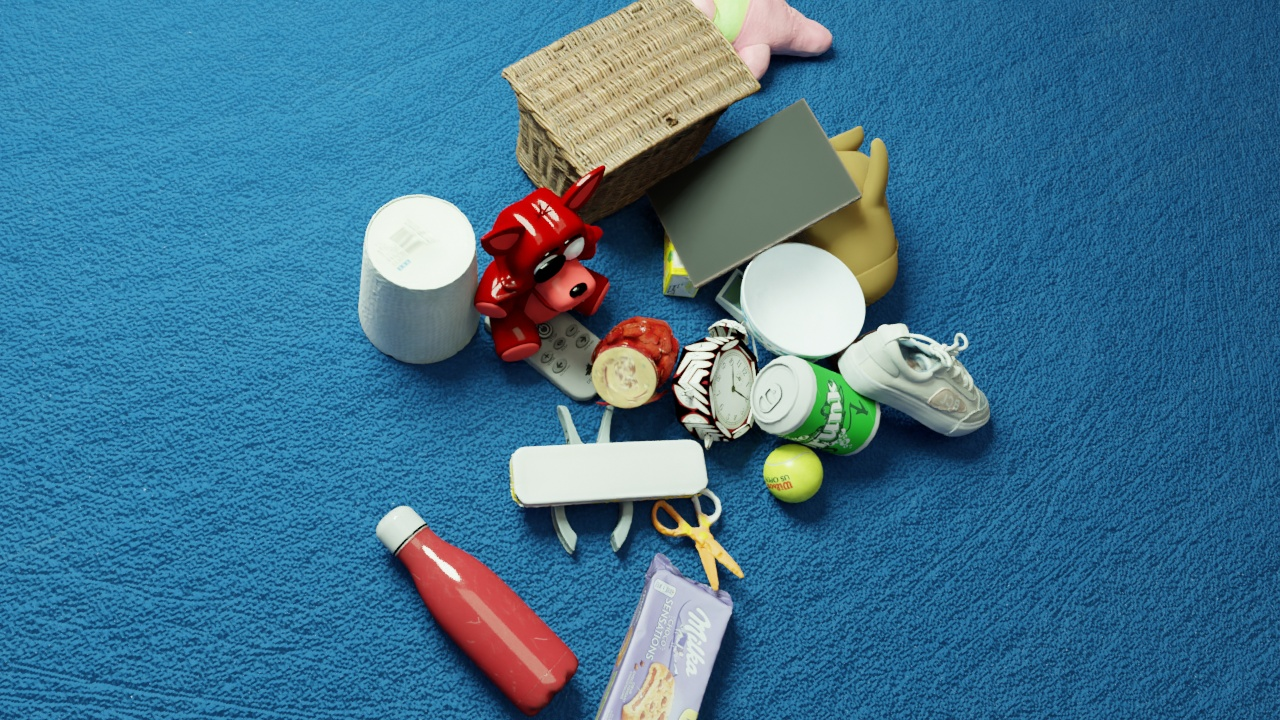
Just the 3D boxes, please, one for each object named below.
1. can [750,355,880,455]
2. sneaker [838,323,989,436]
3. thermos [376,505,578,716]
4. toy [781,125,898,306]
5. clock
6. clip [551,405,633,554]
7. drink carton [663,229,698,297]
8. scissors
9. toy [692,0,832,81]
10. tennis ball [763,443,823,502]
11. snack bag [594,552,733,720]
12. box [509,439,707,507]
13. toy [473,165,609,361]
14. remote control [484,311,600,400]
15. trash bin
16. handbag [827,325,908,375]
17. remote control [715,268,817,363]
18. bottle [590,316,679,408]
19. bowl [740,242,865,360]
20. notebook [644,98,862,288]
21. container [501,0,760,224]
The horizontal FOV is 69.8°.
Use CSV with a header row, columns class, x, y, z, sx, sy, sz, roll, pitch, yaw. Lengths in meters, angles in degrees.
class,x,y,z,sx,sy,sz,roll,pitch,yaw
can,0.195,0.052,1.021,0.139,0.088,0.087,19,63,-35
sneaker,0.339,0.018,1.047,0.242,0.091,0.089,19,41,-33
thermos,-0.165,0.236,0.895,0.240,0.073,0.073,44,66,6
toy,0.245,-0.163,1.116,0.162,0.199,0.203,-29,98,-37
clock,0.088,0.019,1.031,0.154,0.065,0.115,-52,130,-39
clip,-0.032,0.126,0.996,0.127,0.028,0.166,3,69,-14
drink carton,0.050,-0.149,1.104,0.043,0.059,0.134,5,68,-7
scissors,0.075,0.187,0.985,0.096,0.012,0.133,-33,60,-28
toy,0.155,-0.461,1.239,0.236,0.097,0.191,12,63,-24
tennis ball,0.170,0.126,1.022,0.065,0.065,0.065,5,68,-12
snack bag,0.019,0.307,0.921,0.096,0.059,0.204,28,62,-7
box,-0.033,0.120,0.968,0.209,0.033,0.064,-1,70,-15
toy,-0.100,-0.099,0.953,0.158,0.198,0.120,-34,72,-24
remote control,-0.098,-0.021,1.040,0.151,0.019,0.074,39,66,4
trash bin,-0.229,-0.086,0.956,0.133,0.162,0.133,5,68,-12
handbag,0.288,-0.016,1.130,0.119,0.029,0.055,-28,76,-27
remote control,0.158,-0.048,1.109,0.143,0.024,0.049,36,65,0
bottle,-0.006,0.006,0.999,0.099,0.099,0.111,30,26,-1
bowl,0.176,-0.055,1.057,0.144,0.074,0.143,5,64,-10
notebook,0.124,-0.191,1.045,0.209,0.008,0.141,-28,70,9
container,-0.023,-0.278,1.068,0.249,0.183,0.162,-34,81,-22
